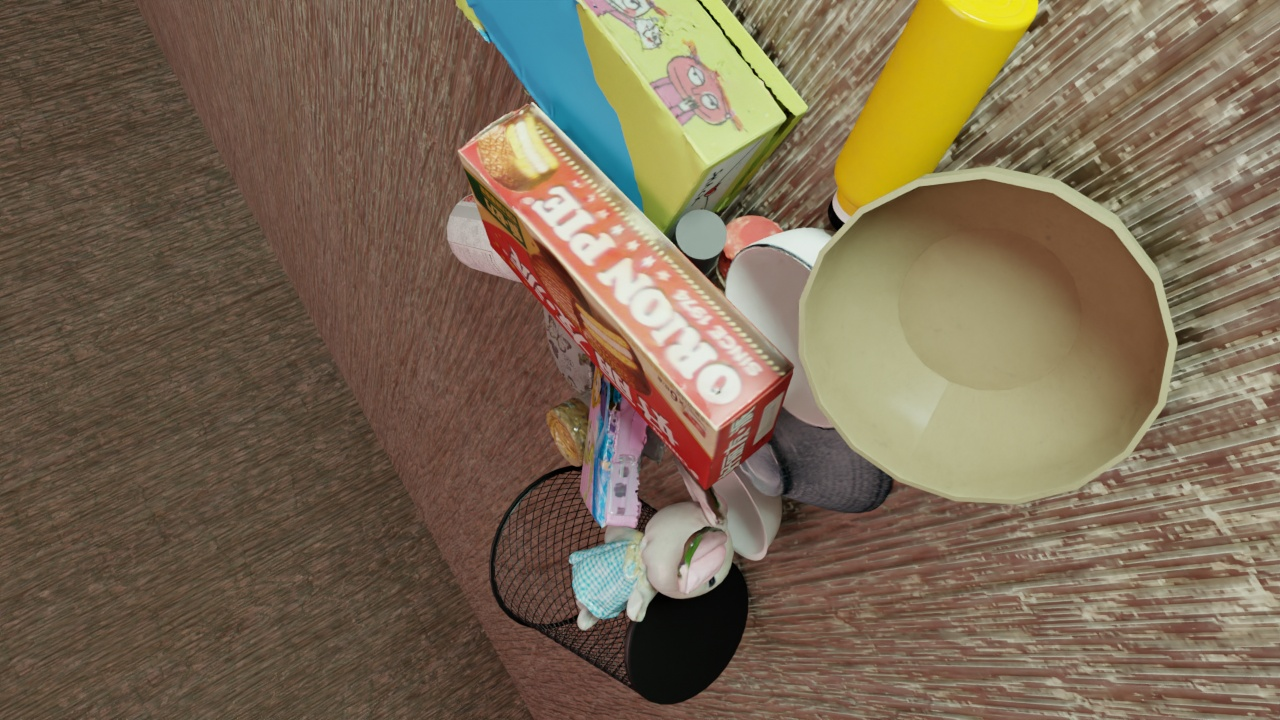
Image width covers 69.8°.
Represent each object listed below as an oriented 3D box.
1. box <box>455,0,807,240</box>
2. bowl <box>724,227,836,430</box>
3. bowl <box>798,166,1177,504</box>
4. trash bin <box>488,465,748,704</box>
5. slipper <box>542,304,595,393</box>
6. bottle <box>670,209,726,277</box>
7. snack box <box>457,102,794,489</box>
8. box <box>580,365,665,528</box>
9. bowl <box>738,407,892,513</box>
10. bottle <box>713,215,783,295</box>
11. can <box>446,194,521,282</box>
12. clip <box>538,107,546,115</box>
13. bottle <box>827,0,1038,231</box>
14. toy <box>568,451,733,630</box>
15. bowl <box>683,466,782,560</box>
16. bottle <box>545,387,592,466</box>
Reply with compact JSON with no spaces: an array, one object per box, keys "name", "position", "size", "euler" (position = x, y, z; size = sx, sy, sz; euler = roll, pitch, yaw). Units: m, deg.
[{"name":"box","position":[-0.017,-0.188,0.546],"size":[0.221,0.080,0.125],"euler":[54,157,7]},{"name":"bowl","position":[0.106,-0.024,0.516],"size":[0.113,0.063,0.114],"euler":[46,152,32]},{"name":"bowl","position":[0.151,-0.014,0.410],"size":[0.152,0.050,0.152],"euler":[13,119,24]},{"name":"trash bin","position":[-0.017,0.222,0.907],"size":[0.210,0.183,0.184],"euler":[19,132,50]},{"name":"slipper","position":[-0.074,-0.068,0.752],"size":[0.098,0.054,0.269],"euler":[47,152,31]},{"name":"bottle","position":[0.030,-0.063,0.579],"size":[0.030,0.030,0.113],"euler":[59,171,6]},{"name":"snack box","position":[-0.013,-0.039,0.563],"size":[0.236,0.060,0.113],"euler":[48,166,18]},{"name":"box","position":[-0.003,0.004,0.683],"size":[0.084,0.053,0.230],"euler":[-144,61,-74]},{"name":"bowl","position":[0.100,0.056,0.624],"size":[0.137,0.057,0.137],"euler":[46,152,33]},{"name":"bottle","position":[0.066,-0.045,0.601],"size":[0.044,0.044,0.109],"euler":[50,155,25]},{"name":"can","position":[-0.124,-0.117,0.863],"size":[0.136,0.078,0.078],"euler":[21,134,57]},{"name":"clip","position":[-0.084,-0.196,0.766],"size":[0.076,0.023,0.059],"euler":[34,143,43]},{"name":"bottle","position":[0.122,-0.109,0.417],"size":[0.043,0.043,0.144],"euler":[53,155,19]},{"name":"toy","position":[0.016,0.168,0.738],"size":[0.206,0.105,0.130],"euler":[-48,30,37]},{"name":"bowl","position":[0.080,0.101,0.732],"size":[0.110,0.040,0.110],"euler":[47,155,30]},{"name":"bottle","position":[-0.024,0.045,0.801],"size":[0.056,0.105,0.056],"euler":[46,152,33]}]
